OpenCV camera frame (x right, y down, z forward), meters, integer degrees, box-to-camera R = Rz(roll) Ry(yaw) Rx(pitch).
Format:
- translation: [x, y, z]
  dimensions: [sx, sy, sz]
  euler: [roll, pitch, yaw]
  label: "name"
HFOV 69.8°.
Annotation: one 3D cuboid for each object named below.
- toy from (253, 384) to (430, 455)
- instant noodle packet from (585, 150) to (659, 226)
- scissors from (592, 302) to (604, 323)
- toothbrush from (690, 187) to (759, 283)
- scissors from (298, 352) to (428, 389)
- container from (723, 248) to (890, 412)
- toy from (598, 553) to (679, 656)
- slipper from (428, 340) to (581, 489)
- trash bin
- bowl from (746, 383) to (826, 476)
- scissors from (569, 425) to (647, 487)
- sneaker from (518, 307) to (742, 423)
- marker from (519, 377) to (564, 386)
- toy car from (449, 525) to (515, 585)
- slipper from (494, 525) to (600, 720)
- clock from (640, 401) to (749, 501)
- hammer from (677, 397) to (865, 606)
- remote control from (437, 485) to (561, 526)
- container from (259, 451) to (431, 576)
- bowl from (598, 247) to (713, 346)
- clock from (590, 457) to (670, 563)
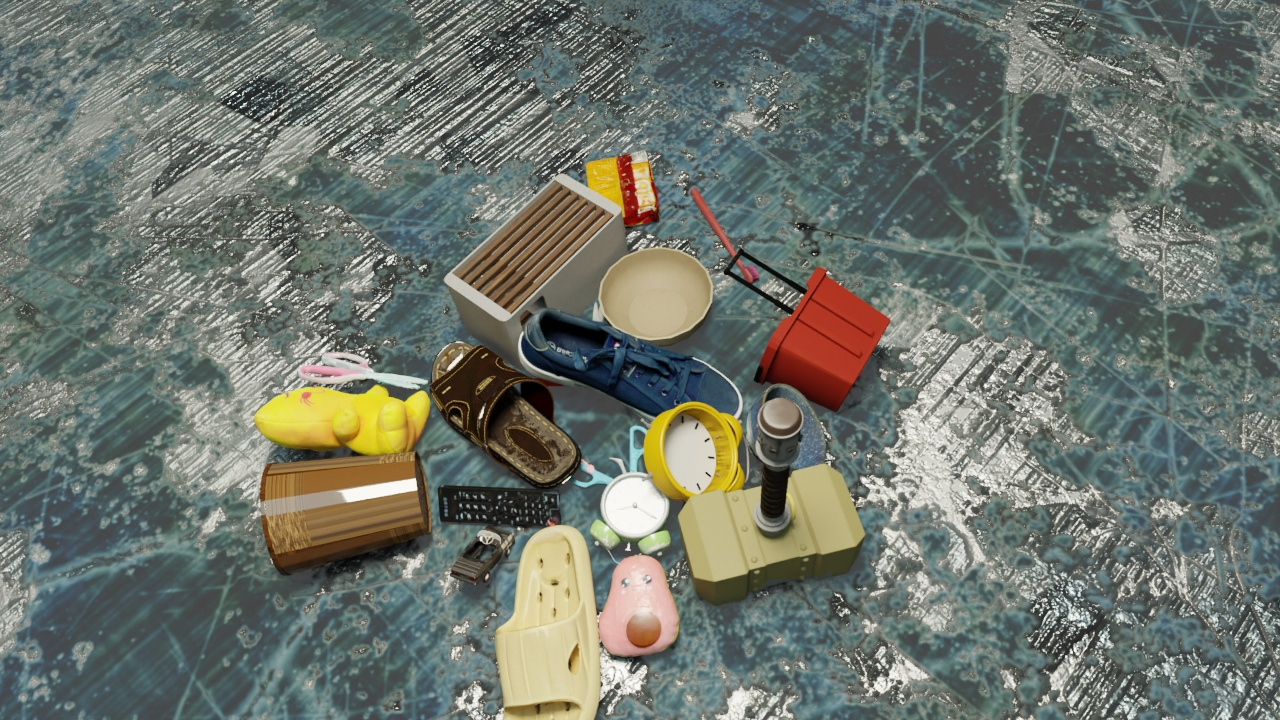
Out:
- translation: [-0.370, 0.078, 1.158]
  dimensions: [0.194, 0.134, 0.087]
  euler: [3, 102, 3]
  label: "toy"
- translation: [-0.027, -0.253, 1.357]
  dimensions: [0.098, 0.040, 0.135]
  euler: [-9, 59, -1]
  label: "instant noodle packet"
- translation: [-0.054, -0.020, 1.221]
  dimensions: [0.127, 0.019, 0.142]
  euler: [-36, 56, -23]
  label: "scissors"
- translation: [0.119, -0.181, 1.309]
  dimensions: [0.016, 0.016, 0.189]
  euler: [-21, 58, -13]
  label: "toothbrush"
- translation: [-0.354, 0.013, 1.217]
  dimensions: [0.179, 0.016, 0.102]
  euler: [5, 21, 7]
  label: "scissors"
- translation: [0.191, -0.043, 1.149]
  dimensions: [0.201, 0.127, 0.147]
  euler: [31, 65, 11]
  label: "container"
- translation: [-0.003, 0.270, 1.016]
  dimensions: [0.090, 0.051, 0.109]
  euler: [-10, 61, 8]
  label: "toy"
- translation: [-0.178, 0.059, 1.151]
  dimensions: [0.112, 0.076, 0.268]
  euler: [-40, 60, -17]
  label: "slipper"
- translation: [-0.133, -0.121, 1.239]
  dimensions: [0.114, 0.115, 0.228]
  euler: [34, 67, 24]
  label: "trash bin"
- translation: [0.163, 0.091, 1.096]
  dimensions: [0.061, 0.114, 0.114]
  euler: [-31, 47, 38]
  label: "bowl"
- translation: [-0.022, 0.133, 1.131]
  dimensions: [0.135, 0.015, 0.133]
  euler: [24, 66, 13]
  label: "scissors"
- translation: [-0.007, 0.007, 1.120]
  dimensions: [0.294, 0.127, 0.120]
  euler: [21, 62, -2]
  label: "sneaker"
- translation: [-0.087, 0.028, 1.202]
  dimensions: [0.142, 0.013, 0.012]
  euler: [0, 58, 6]
  label: "marker"
- translation: [-0.182, 0.222, 1.059]
  dimensions: [0.040, 0.037, 0.092]
  euler: [15, 28, 16]
  label: "toy car"
- translation: [-0.103, 0.292, 0.987]
  dimensions: [0.111, 0.079, 0.260]
  euler: [-12, 54, 16]
  label: "slipper"
- translation: [0.070, 0.109, 1.074]
  dimensions: [0.151, 0.052, 0.113]
  euler: [10, 72, -34]
  label: "clock"
- translation: [0.134, 0.132, 0.926]
  dimensions: [0.190, 0.325, 0.100]
  euler: [-13, 57, -3]
  label: "hammer"
- translation: [-0.169, 0.173, 1.105]
  dimensions: [0.150, 0.047, 0.022]
  euler: [2, 14, 9]
  label: "remote control"
- translation: [-0.339, 0.171, 1.077]
  dimensions: [0.167, 0.132, 0.132]
  euler: [-10, 57, -7]
  label: "container"
- translation: [0.022, -0.077, 1.233]
  dimensions: [0.152, 0.050, 0.152]
  euler: [-3, 58, 4]
  label: "bowl"
- translation: [-0.007, 0.181, 1.074]
  dimensions: [0.094, 0.043, 0.119]
  euler: [9, 66, 6]
  label: "clock"
